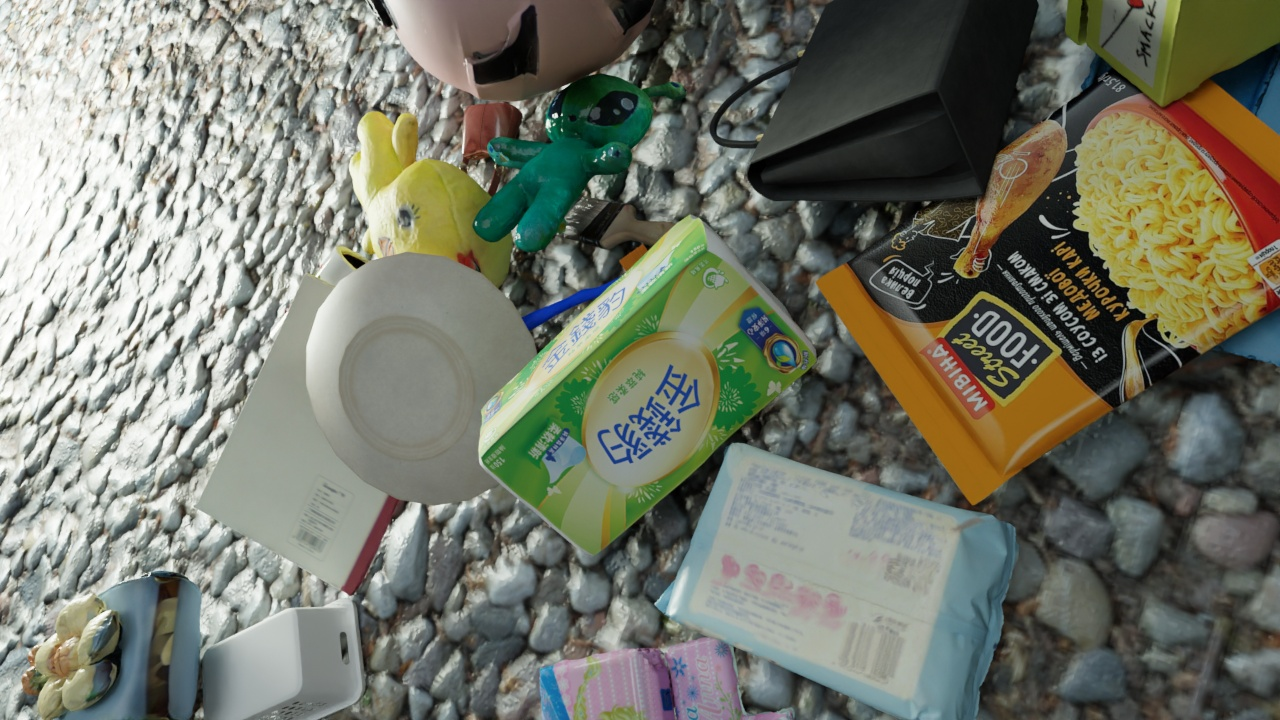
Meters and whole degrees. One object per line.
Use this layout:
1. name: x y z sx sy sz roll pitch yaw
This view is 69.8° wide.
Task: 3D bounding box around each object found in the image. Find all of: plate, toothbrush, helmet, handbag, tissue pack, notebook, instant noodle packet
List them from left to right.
1. handbag: -0.399 0.236 0.696 0.192 0.118 0.121 -39 51 48
2. notebook: -0.243 0.057 0.717 0.153 0.012 0.209 27 92 9
3. plate: -0.164 0.018 0.664 0.189 0.027 0.189 3 101 13
4. handbag: -0.135 -0.157 0.776 0.055 0.029 0.119 5 80 30
5. helmet: -0.084 -0.278 0.678 0.229 0.152 0.255 -24 16 -11
6. toothbrush: -0.057 -0.043 0.662 0.183 0.016 0.018 -22 99 40
7. tissue pack: -0.004 0.004 0.593 0.198 0.120 0.141 -36 21 7
8. tissue pack: 0.103 0.117 0.501 0.182 0.070 0.112 13 79 36
9. handbag: 0.125 -0.173 0.578 0.196 0.072 0.175 -4 48 41
10. instant noodle packet: 0.221 -0.050 0.476 0.221 0.032 0.159 -37 57 15

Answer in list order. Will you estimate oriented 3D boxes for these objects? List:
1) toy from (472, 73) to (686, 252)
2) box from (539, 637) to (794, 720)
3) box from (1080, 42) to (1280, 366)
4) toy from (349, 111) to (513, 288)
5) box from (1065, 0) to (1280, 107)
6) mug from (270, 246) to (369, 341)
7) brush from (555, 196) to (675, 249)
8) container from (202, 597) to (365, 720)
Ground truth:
1. toy: -0.047 -0.151 0.677 0.131 0.072 0.193 17 61 33
2. box: 0.024 0.276 0.512 0.160 0.035 0.230 -19 64 22
3. box: 0.314 -0.110 0.483 0.175 0.033 0.231 22 84 34
4. toy: -0.173 -0.113 0.724 0.207 0.092 0.134 45 134 20
5. box: 0.323 -0.231 0.428 0.221 0.124 0.080 -31 54 5
6. mug: -0.238 -0.028 0.763 0.105 0.073 0.089 41 95 9
7. brush: -0.018 -0.096 0.658 0.039 0.012 0.151 -55 33 -7
8. container: -0.275 0.235 0.692 0.129 0.049 0.080 -28 60 19
